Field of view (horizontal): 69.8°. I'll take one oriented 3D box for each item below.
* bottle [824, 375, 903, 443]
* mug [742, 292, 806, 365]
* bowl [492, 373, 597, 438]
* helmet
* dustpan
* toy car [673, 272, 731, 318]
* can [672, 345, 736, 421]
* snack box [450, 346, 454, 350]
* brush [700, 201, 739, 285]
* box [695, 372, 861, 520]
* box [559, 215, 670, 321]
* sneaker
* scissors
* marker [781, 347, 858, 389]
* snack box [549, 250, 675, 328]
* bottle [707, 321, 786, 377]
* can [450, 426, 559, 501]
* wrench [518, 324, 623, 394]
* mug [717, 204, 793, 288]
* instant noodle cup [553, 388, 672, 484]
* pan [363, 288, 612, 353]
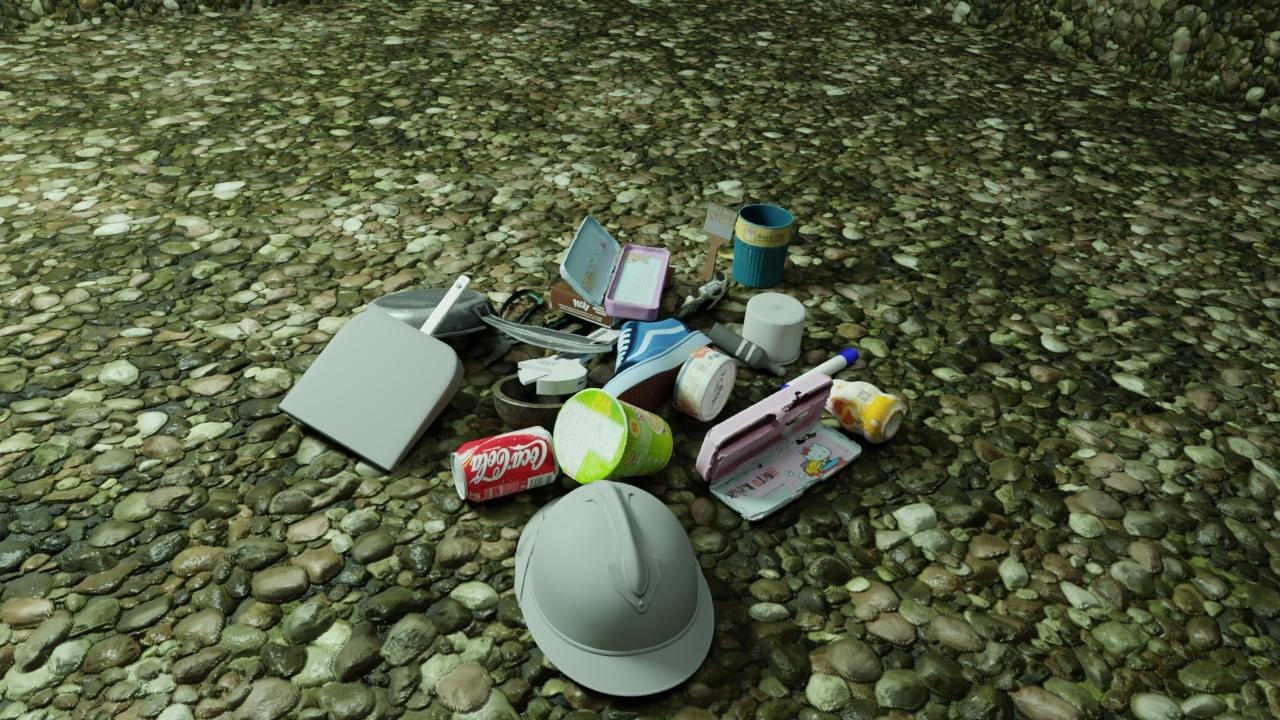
[{"bbox_3d":[0.262,0.055,1.119,0.109,0.063,0.063,29,41,36],"label":"bottle"},{"bbox_3d":[0.177,-0.051,1.258,0.084,0.071,0.113,-4,37,-11],"label":"mug"},{"bbox_3d":[-0.112,0.059,1.072,0.121,0.056,0.121,3,18,-1],"label":"bowl"},{"bbox_3d":[-0.026,0.172,0.864,0.183,0.118,0.271,-7,34,-16],"label":"helmet"},{"bbox_3d":[-0.281,-0.006,1.085,0.163,0.033,0.257,26,69,17],"label":"dustpan"},{"bbox_3d":[0.092,-0.090,1.329,0.112,0.049,0.040,-33,80,-40],"label":"toy car"},{"bbox_3d":[0.078,0.028,1.115,0.043,0.086,0.086,25,40,25],"label":"can"},{"bbox_3d":[-0.299,0.018,1.137,0.051,0.032,0.140,25,39,27],"label":"snack box"},{"bbox_3d":[0.106,-0.162,1.347,0.045,0.143,0.008,25,40,14],"label":"brush"},{"bbox_3d":[0.166,0.099,1.033,0.201,0.087,0.102,-24,56,-36],"label":"box"},{"bbox_3d":[-0.034,-0.129,1.285,0.150,0.049,0.213,27,28,-7],"label":"box"},{"bbox_3d":[-0.007,0.007,1.133,0.098,0.084,0.240,33,33,18],"label":"sneaker"},{"bbox_3d":[-0.178,-0.050,1.266,0.209,0.015,0.147,-24,46,-38],"label":"scissors"},{"bbox_3d":[0.238,0.015,1.210,0.141,0.020,0.020,-25,44,-36],"label":"marker"},{"bbox_3d":[-0.037,-0.107,1.333,0.101,0.032,0.185,20,31,22],"label":"snack box"},{"bbox_3d":[0.142,-0.010,1.212,0.113,0.030,0.030,30,38,3],"label":"bottle"},{"bbox_3d":[-0.146,0.112,0.987,0.104,0.064,0.064,-12,38,-23],"label":"can"},{"bbox_3d":[-0.067,-0.008,1.157,0.087,0.018,0.272,10,19,21],"label":"wrench"},{"bbox_3d":[0.170,-0.178,1.411,0.113,0.107,0.083,9,36,7],"label":"mug"},{"bbox_3d":[-0.023,0.086,0.993,0.099,0.099,0.107,34,12,36],"label":"instant noodle cup"},{"bbox_3d":[-0.201,-0.049,1.179,0.357,0.055,0.186,5,17,22],"label":"pan"}]
